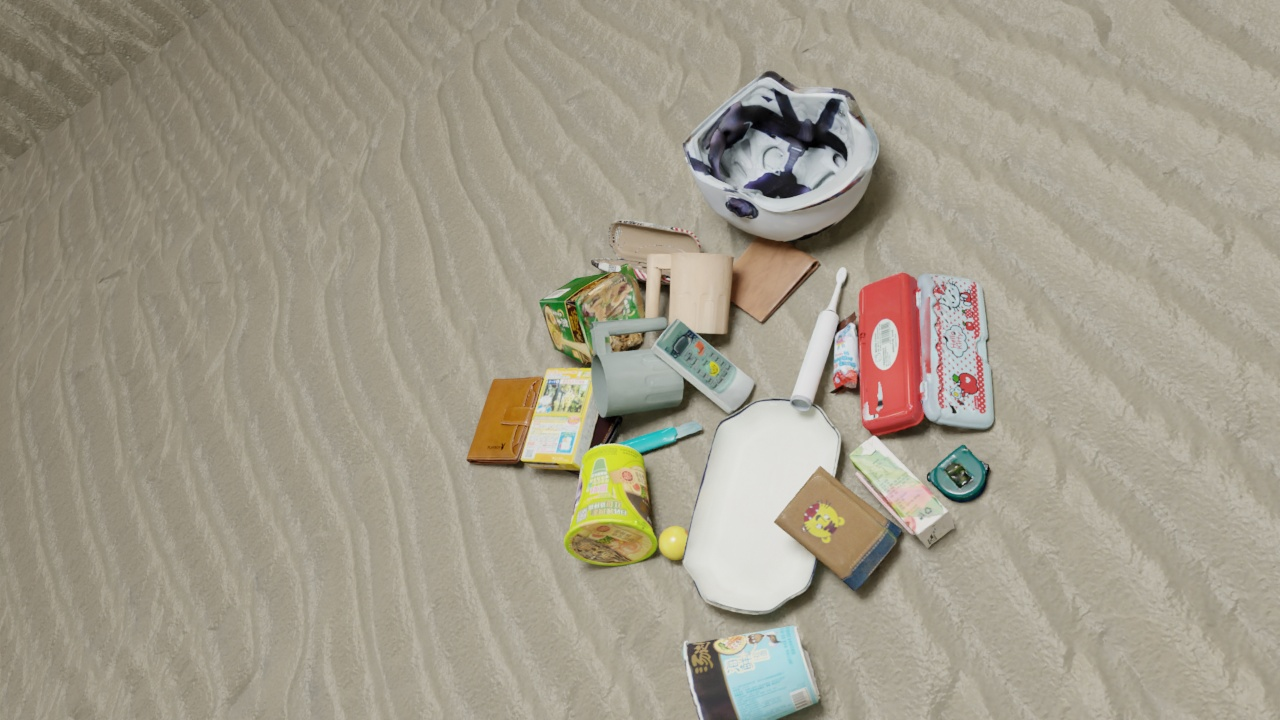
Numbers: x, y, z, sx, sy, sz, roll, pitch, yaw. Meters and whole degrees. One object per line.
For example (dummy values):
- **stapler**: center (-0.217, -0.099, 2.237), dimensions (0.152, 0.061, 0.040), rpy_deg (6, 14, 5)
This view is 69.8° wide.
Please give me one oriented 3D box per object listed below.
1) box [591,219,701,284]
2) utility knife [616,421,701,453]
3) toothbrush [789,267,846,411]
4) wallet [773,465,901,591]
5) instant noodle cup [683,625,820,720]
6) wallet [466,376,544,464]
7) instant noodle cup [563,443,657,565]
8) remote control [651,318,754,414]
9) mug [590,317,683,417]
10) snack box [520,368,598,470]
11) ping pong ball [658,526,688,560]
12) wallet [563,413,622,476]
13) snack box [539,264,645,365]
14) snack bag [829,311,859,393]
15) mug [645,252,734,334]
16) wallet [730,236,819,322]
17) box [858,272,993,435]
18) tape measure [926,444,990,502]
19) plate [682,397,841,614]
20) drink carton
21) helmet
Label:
- **box**: center (0.008, -0.157, 1.321), dimensions (0.162, 0.075, 0.086), rpy_deg (13, 99, 36)
- **utility knife**: center (-0.003, 0.113, 1.202), dimensions (0.185, 0.013, 0.029), rpy_deg (-20, 51, 20)
- **toothbrush**: center (0.227, -0.033, 1.141), dimensions (0.027, 0.026, 0.220), rpy_deg (13, 57, 18)
- **wallet**: center (0.216, 0.181, 1.002), dimensions (0.115, 0.033, 0.090), rpy_deg (39, 70, 15)
- **instant noodle cup**: center (0.118, 0.330, 0.957), dimensions (0.120, 0.111, 0.111), rpy_deg (-20, 54, 7)
- **wallet**: center (-0.184, 0.085, 1.301), dimensions (0.119, 0.035, 0.130), rpy_deg (-8, 57, 40)
- **instant noodle cup**: center (-0.035, 0.172, 1.132), dimensions (0.112, 0.112, 0.123), rpy_deg (-16, 48, 19)
- **remote control**: center (0.081, 0.007, 1.164), dimensions (0.135, 0.019, 0.056), rpy_deg (40, 60, 0)
- **mug**: center (-0.007, 0.007, 1.188), dimensions (0.103, 0.084, 0.124), rpy_deg (-6, 91, -15)
- **snack box**: center (-0.102, 0.078, 1.235), dimensions (0.087, 0.033, 0.140), rpy_deg (-2, 64, 31)
- **ping pong ball**: center (0.042, 0.219, 1.098), dimensions (0.040, 0.040, 0.040), rpy_deg (-13, 56, 21)
- **wallet**: center (-0.092, 0.102, 1.247), dimensions (0.122, 0.020, 0.096), rpy_deg (16, 73, 40)
- **snack box**: center (-0.073, -0.063, 1.272), dimensions (0.106, 0.117, 0.118), rpy_deg (9, 34, 41)
- **snack bag**: center (0.253, -0.007, 1.129), dimensions (0.045, 0.026, 0.105), rpy_deg (132, 150, -57)
- **mug**: center (0.062, -0.090, 1.226), dimensions (0.125, 0.084, 0.103), rpy_deg (5, 93, 29)
- **wallet**: center (0.169, -0.116, 1.249), dimensions (0.115, 0.020, 0.101), rpy_deg (-47, 51, -2)
- **box**: center (0.330, -0.012, 1.075), dimensions (0.158, 0.069, 0.200), rpy_deg (-5, 60, 21)
- **tape measure**: center (0.349, 0.125, 1.002), dimensions (0.058, 0.025, 0.054), rpy_deg (-41, 50, 1)
- **plate**: center (0.147, 0.169, 1.077), dimensions (0.162, 0.034, 0.265), rpy_deg (3, 63, 28)
- **drink carton**: center (0.284, 0.144, 1.007), dimensions (0.045, 0.053, 0.122), rpy_deg (-40, 50, 1)
- **helmet**: center (0.192, -0.250, 1.233), dimensions (0.259, 0.146, 0.228), rpy_deg (31, 69, 29)
